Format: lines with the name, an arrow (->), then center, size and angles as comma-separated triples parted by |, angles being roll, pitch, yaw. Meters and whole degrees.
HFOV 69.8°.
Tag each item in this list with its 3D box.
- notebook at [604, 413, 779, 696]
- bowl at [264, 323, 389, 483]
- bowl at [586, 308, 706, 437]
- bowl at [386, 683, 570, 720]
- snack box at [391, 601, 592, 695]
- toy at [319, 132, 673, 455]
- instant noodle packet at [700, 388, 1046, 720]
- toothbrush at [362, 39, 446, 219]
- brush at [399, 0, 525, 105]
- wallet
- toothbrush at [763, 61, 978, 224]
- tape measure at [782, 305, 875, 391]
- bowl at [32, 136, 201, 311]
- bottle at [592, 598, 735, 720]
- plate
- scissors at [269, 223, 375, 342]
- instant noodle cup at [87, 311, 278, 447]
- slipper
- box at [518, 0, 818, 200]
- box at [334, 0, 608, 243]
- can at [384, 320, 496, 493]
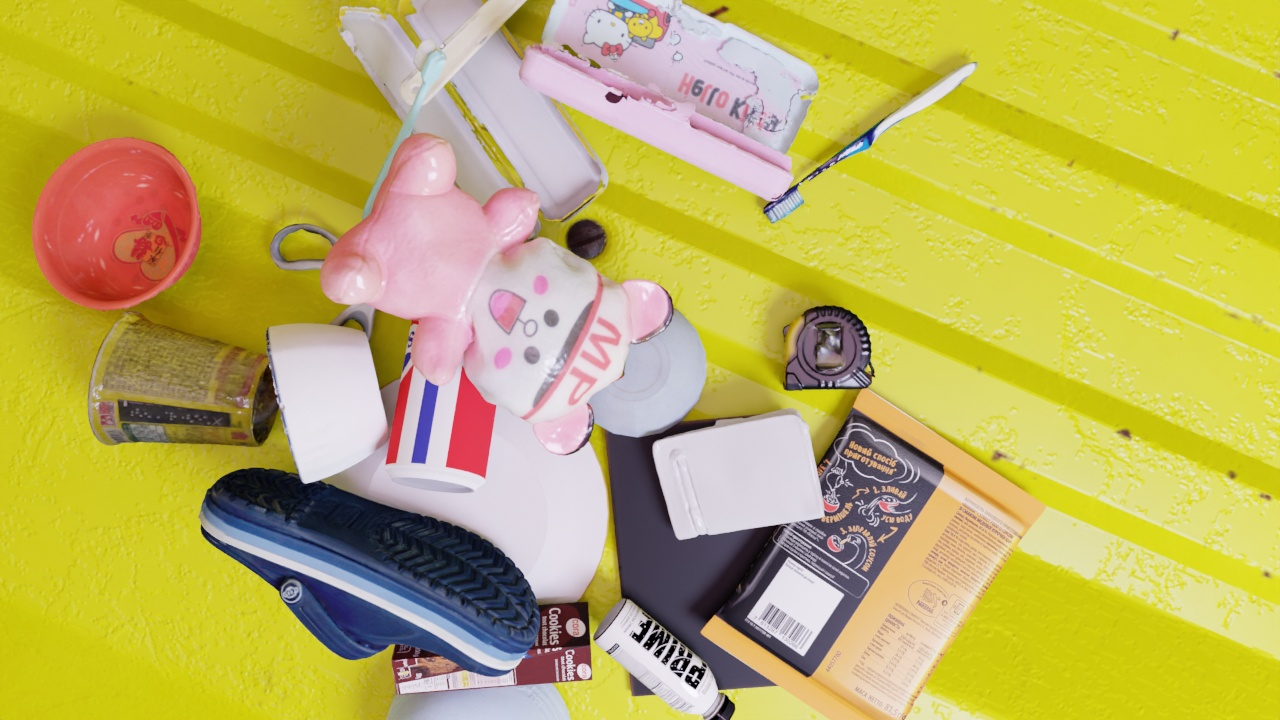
notebook -> 0.053, 0.150, 0.704 | 0.141, 0.008, 0.209 | -5, 93, 3
bowl -> -0.222, 0.025, 0.659 | 0.065, 0.116, 0.116 | -13, 92, -17
bowl -> -0.004, 0.004, 0.678 | 0.106, 0.039, 0.106 | 0, 87, 4
bowl -> -0.128, 0.300, 0.685 | 0.150, 0.074, 0.150 | 0, 96, 3
snack box -> -0.108, 0.212, 0.681 | 0.141, 0.051, 0.032 | -3, 113, -4
toy -> -0.093, -0.041, 0.608 | 0.213, 0.084, 0.142 | 32, 82, -16
instant noodle packet -> 0.173, 0.156, 0.680 | 0.160, 0.032, 0.221 | 33, 90, 2
toothbrush -> -0.170, -0.151, 0.640 | 0.016, 0.016, 0.181 | 52, 138, 9
brush -> -0.094, -0.259, 0.657 | 0.033, 0.012, 0.217 | 40, 76, 2
wallet -> 0.072, 0.084, 0.677 | 0.116, 0.032, 0.086 | -9, 96, 12
toothbrush -> 0.170, -0.161, 0.678 | 0.189, 0.016, 0.017 | -36, 101, 5
tape measure -> 0.138, -0.009, 0.674 | 0.067, 0.038, 0.062 | -1, 89, 10
bowl -> -0.382, -0.098, 0.690 | 0.130, 0.045, 0.130 | -1, 82, 6
bottle -> 0.021, 0.229, 0.684 | 0.116, 0.041, 0.041 | 40, 94, 0
plate -> -0.139, 0.118, 0.706 | 0.230, 0.021, 0.230 | 0, 93, 3
scissors -> -0.209, -0.061, 0.697 | 0.157, 0.012, 0.169 | 26, 101, 2
instant noodle cup -> -0.331, 0.021, 0.681 | 0.108, 0.102, 0.102 | 10, 93, -6
slipper -> -0.193, 0.157, 0.651 | 0.253, 0.105, 0.095 | 24, 99, 4
box -> 0.027, -0.200, 0.639 | 0.201, 0.100, 0.103 | 24, 104, -7
box -> -0.119, -0.185, 0.658 | 0.084, 0.080, 0.210 | -35, 92, 23
can -> -0.138, 0.025, 0.660 | 0.070, 0.070, 0.132 | 5, 73, 3
